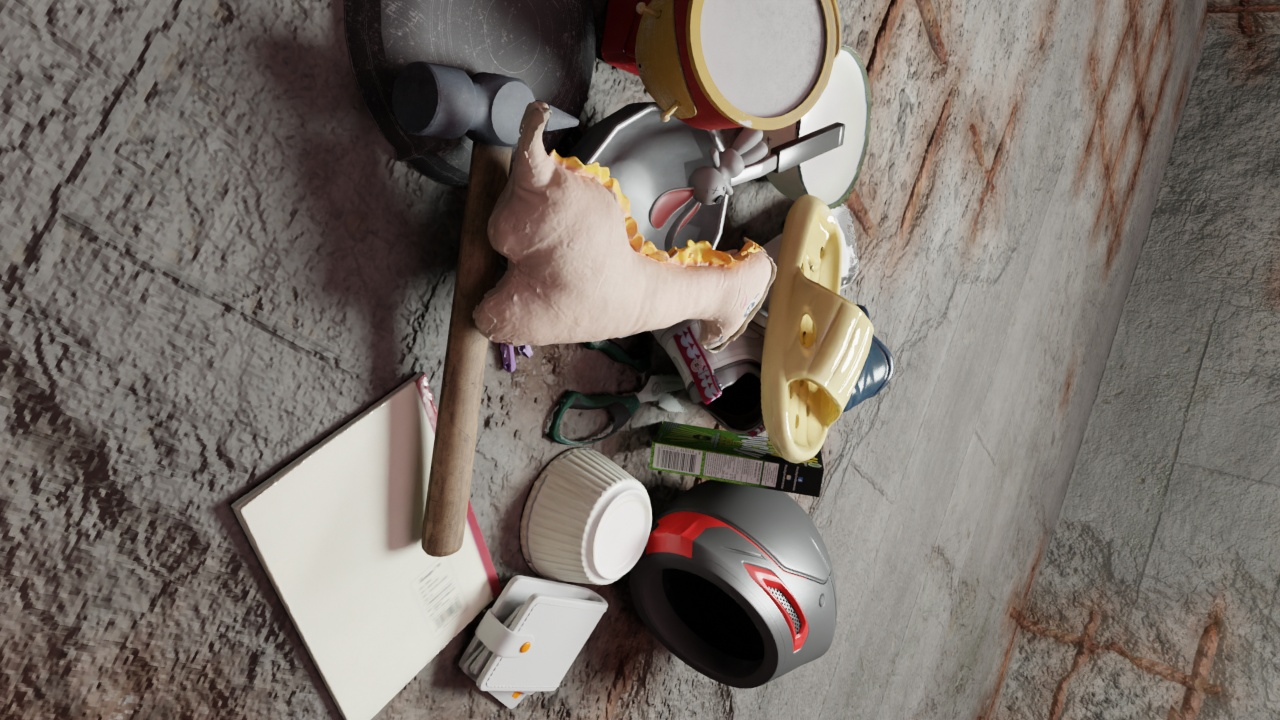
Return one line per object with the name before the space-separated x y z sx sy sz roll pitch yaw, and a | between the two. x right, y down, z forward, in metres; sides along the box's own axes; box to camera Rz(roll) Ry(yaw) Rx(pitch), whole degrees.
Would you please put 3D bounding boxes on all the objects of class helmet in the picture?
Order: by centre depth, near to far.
helmet | 0.101 0.207 0.889 0.169 0.164 0.265 -55 131 -42

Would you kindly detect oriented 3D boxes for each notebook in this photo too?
notebook | -0.172 0.133 0.626 0.152 0.012 0.209 -41 132 -39

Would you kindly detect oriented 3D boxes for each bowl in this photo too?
bowl | -0.038 0.135 0.763 0.115 0.063 0.115 -22 119 -48
bowl | 0.162 -0.228 0.898 0.153 0.073 0.153 -23 120 -47

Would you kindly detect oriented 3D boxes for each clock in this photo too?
clock | 0.074 -0.219 0.627 0.158 0.081 0.117 -23 110 -26

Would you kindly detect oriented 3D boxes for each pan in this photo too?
pan | -0.060 -0.175 0.651 0.357 0.040 0.207 45 66 -49
pan | 0.056 -0.142 0.740 0.356 0.041 0.179 -29 133 -37

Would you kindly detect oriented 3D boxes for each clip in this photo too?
clip | -0.097 -0.012 0.676 0.042 0.014 0.052 -58 144 -18

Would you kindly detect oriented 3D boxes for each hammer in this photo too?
hammer | -0.111 -0.020 0.596 0.129 0.040 0.322 -11 116 -53

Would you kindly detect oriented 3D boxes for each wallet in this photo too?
wallet | -0.092 0.235 0.741 0.115 0.037 0.118 -58 144 1

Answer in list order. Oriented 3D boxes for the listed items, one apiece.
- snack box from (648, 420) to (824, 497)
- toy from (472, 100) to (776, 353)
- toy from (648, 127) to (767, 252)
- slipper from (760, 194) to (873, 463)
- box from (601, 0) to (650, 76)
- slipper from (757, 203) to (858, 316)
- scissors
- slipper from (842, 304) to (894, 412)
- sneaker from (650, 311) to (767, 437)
snack box | 0.087 0.087 0.823 0.080 0.147 0.025 -47 145 -77
toy | 0.010 -0.075 0.620 0.263 0.065 0.196 -10 131 -39
toy | 0.050 -0.129 0.677 0.111 0.030 0.049 -44 145 -6
slipper | 0.165 -0.033 0.804 0.111 0.079 0.260 44 48 -49
box | 0.060 -0.272 0.717 0.157 0.112 0.134 -4 110 -53
slipper | 0.171 -0.099 0.951 0.246 0.075 0.112 -37 129 -51
scissors | -0.002 0.000 0.807 0.209 0.015 0.142 -6 105 -52
slipper | 0.230 -0.006 0.991 0.265 0.084 0.109 -34 122 -67
sneaker | 0.099 0.026 0.839 0.263 0.097 0.128 37 29 -51
